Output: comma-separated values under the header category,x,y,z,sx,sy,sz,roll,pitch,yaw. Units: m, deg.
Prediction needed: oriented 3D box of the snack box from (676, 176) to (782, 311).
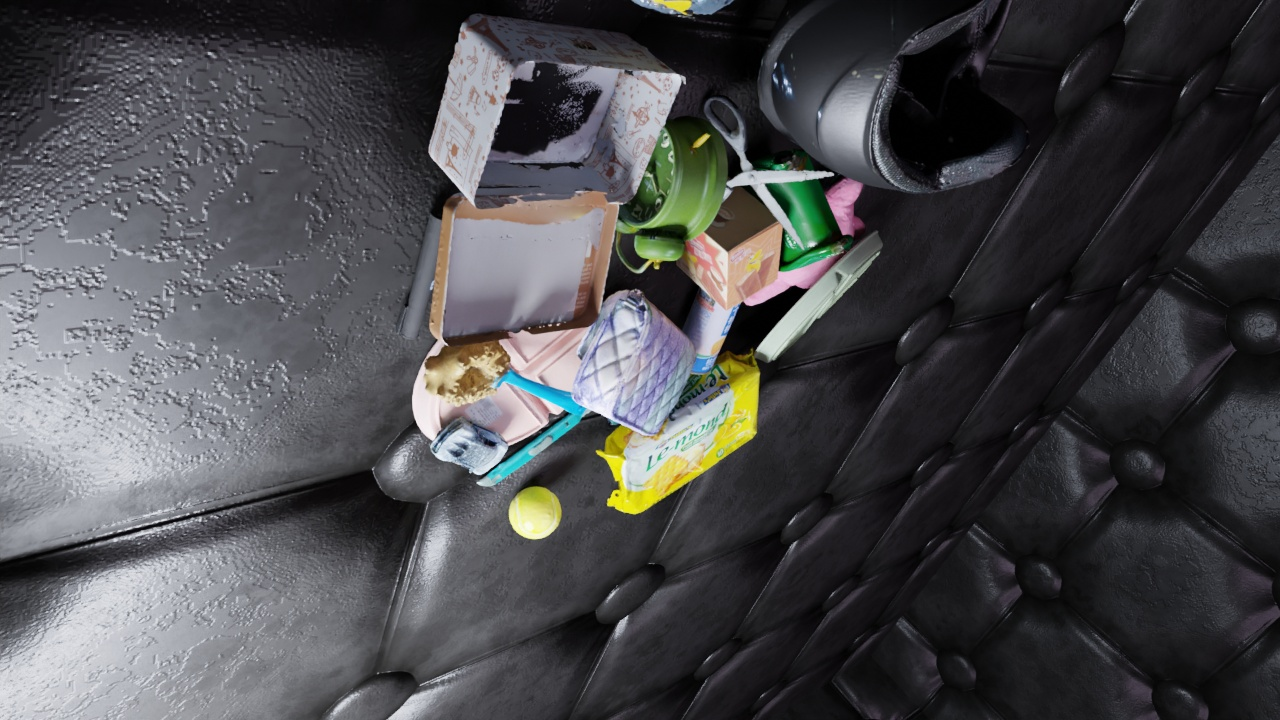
category,x,y,z,sx,sy,sz,roll,pitch,yaw
snack box,0.094,-0.128,1.004,0.077,0.093,0.094,-32,147,-18

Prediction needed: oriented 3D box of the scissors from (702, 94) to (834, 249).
category,x,y,z,sx,sy,sz,roll,pitch,yaw
scissors,0.108,-0.179,0.917,0.014,0.177,0.160,-36,-179,-44

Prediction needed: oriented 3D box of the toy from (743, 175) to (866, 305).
category,x,y,z,sx,sy,sz,roll,pitch,yaw
toy,0.200,-0.134,1.138,0.194,0.074,0.179,-35,150,-8

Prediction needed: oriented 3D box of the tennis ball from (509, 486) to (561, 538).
category,x,y,z,sx,sy,sz,roll,pitch,yaw
tennis ball,-0.132,0.191,1.154,0.065,0.065,0.066,-29,146,-22

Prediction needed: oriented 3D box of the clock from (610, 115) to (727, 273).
category,x,y,z,sx,sy,sz,roll,pitch,yaw
clock,0.017,-0.158,0.864,0.056,0.116,0.161,1,125,-35

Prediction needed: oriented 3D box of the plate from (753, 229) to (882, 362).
category,x,y,z,sx,sy,sz,roll,pitch,yaw
plate,0.236,-0.079,1.206,0.230,0.027,0.230,-44,171,-9

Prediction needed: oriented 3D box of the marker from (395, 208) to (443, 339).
category,x,y,z,sx,sy,sz,roll,pitch,yaw
marker,-0.192,-0.075,0.814,0.022,0.020,0.132,7,127,-26

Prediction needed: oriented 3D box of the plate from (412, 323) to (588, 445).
category,x,y,z,sx,sy,sz,roll,pitch,yaw
plate,-0.133,0.014,0.979,0.229,0.028,0.230,-29,147,-22

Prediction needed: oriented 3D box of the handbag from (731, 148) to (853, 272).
category,x,y,z,sx,sy,sz,roll,pitch,yaw
handbag,0.163,-0.163,0.994,0.068,0.131,0.120,-31,-169,-15

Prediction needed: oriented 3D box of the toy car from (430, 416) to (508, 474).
category,x,y,z,sx,sy,sz,roll,pitch,yaw
toy car,-0.177,0.093,0.967,0.049,0.031,0.105,-45,149,5

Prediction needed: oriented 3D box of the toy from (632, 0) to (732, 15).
category,x,y,z,sx,sy,sz,roll,pitch,yaw
toy,0.034,-0.335,0.694,0.355,0.091,0.138,-16,127,-41

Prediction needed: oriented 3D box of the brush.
category,x,y,z,sx,sy,sz,roll,pitch,yaw
brush,-0.122,0.025,0.934,0.083,0.046,0.254,-56,147,6

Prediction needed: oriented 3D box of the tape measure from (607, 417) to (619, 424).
category,x,y,z,sx,sy,sz,roll,pitch,yaw
tape measure,-0.017,0.055,1.161,0.054,0.025,0.058,-23,144,-29

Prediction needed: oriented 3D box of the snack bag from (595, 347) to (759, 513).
category,x,y,z,sx,sy,sz,roll,pitch,yaw
snack bag,0.053,0.094,1.203,0.246,0.068,0.158,-32,147,-18

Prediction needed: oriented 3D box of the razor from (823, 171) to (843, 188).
category,x,y,z,sx,sy,sz,roll,pitch,yaw
razor,0.282,-0.246,1.145,0.142,0.022,0.043,-21,169,-37

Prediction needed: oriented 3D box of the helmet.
category,x,y,z,sx,sy,sz,roll,pitch,yaw
helmet,0.243,-0.293,0.853,0.274,0.230,0.233,-60,145,-17

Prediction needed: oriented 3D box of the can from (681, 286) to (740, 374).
category,x,y,z,sx,sy,sz,roll,pitch,yaw
can,0.084,-0.050,1.124,0.053,0.053,0.135,-14,138,-39

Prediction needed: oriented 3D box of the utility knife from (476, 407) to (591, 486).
category,x,y,z,sx,sy,sz,roll,pitch,yaw
utility knife,-0.114,0.096,1.111,0.193,0.013,0.029,-37,148,-11

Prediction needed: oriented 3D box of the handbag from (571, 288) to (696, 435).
category,x,y,z,sx,sy,sz,roll,pitch,yaw
handbag,-0.006,0.006,1.031,0.134,0.075,0.194,-63,160,-4

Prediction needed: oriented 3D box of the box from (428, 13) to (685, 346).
category,x,y,z,sx,sy,sz,roll,pitch,yaw
box,-0.089,-0.143,0.782,0.177,0.088,0.263,-11,136,-42
